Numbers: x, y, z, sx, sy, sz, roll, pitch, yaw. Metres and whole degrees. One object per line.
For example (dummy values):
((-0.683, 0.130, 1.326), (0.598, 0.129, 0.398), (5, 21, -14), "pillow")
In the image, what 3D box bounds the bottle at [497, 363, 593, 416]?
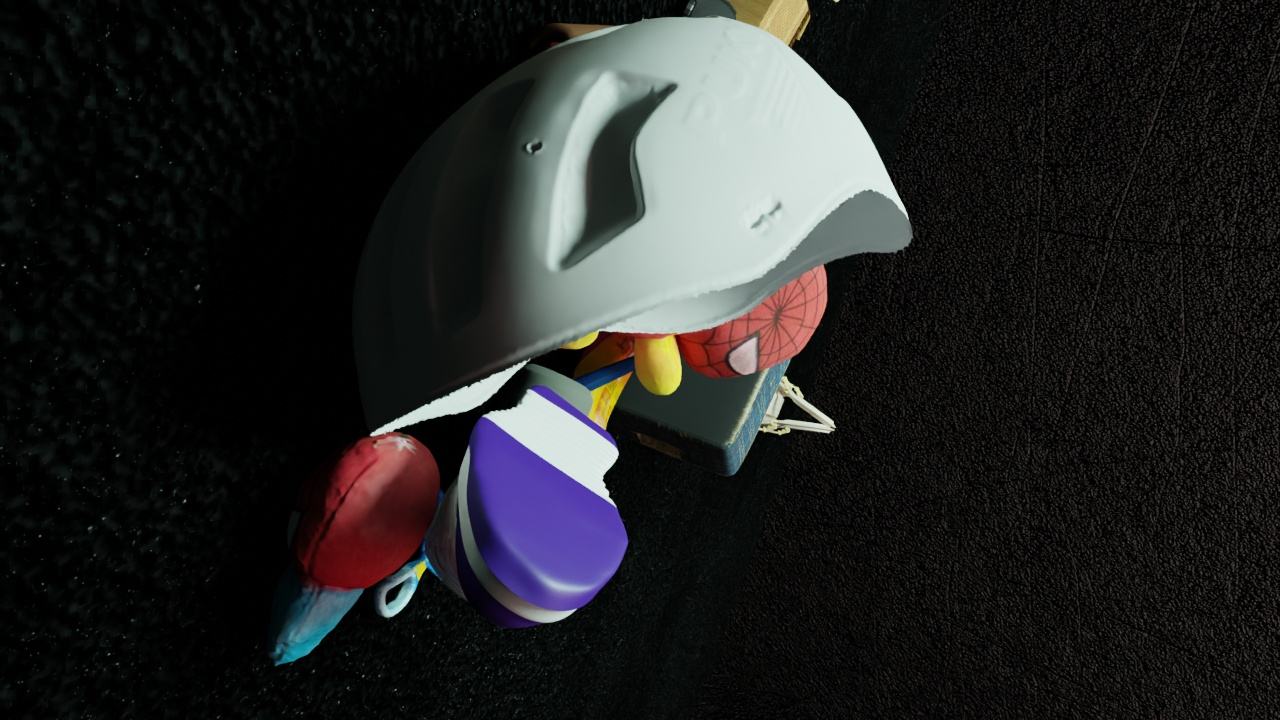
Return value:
((-0.078, 0.061, 0.638), (0.108, 0.060, 0.060), (-66, 164, -8), "bottle")

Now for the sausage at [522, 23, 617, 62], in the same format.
((-0.019, -0.180, 0.550), (0.155, 0.040, 0.040), (-38, 146, -61), "sausage")

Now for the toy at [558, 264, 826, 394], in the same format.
((0.037, -0.053, 0.647), (0.216, 0.098, 0.148), (11, 118, -31), "toy")

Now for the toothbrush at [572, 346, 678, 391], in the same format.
((-0.004, 0.004, 0.707), (0.189, 0.017, 0.016), (-23, 123, -21), "toothbrush")

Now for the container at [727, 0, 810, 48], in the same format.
((0.092, -0.279, 0.756), (0.113, 0.063, 0.061), (-61, 156, -24), "container")

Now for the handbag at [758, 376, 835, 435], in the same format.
((0.118, 0.037, 1.004), (0.101, 0.198, 0.194), (-68, 165, 0), "handbag")

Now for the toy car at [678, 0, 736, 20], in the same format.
((0.039, -0.229, 0.681), (0.091, 0.042, 0.036), (-65, -171, -12), "toy car")

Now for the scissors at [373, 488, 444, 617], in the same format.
((-0.142, 0.135, 0.609), (0.131, 0.018, 0.108), (87, 28, -60), "scissors")

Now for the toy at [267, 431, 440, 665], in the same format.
((-0.147, 0.091, 0.458), (0.133, 0.062, 0.092), (-55, 171, 11), "toy")

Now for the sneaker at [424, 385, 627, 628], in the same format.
((-0.075, 0.091, 0.492), (0.111, 0.092, 0.244), (-51, -174, 8), "sneaker")

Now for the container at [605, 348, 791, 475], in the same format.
((0.054, -0.010, 0.825), (0.187, 0.145, 0.071), (-63, 160, -20), "container")

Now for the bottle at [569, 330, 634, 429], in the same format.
((-0.042, 0.033, 0.741), (0.134, 0.048, 0.071), (-64, 166, -14), "bottle")

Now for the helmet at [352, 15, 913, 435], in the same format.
((-0.014, -0.052, 0.436), (0.281, 0.184, 0.225), (-44, -172, -34), "helmet")

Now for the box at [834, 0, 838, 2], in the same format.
((0.172, -0.385, 0.699), (0.248, 0.142, 0.179), (-27, 119, -65), "box")
